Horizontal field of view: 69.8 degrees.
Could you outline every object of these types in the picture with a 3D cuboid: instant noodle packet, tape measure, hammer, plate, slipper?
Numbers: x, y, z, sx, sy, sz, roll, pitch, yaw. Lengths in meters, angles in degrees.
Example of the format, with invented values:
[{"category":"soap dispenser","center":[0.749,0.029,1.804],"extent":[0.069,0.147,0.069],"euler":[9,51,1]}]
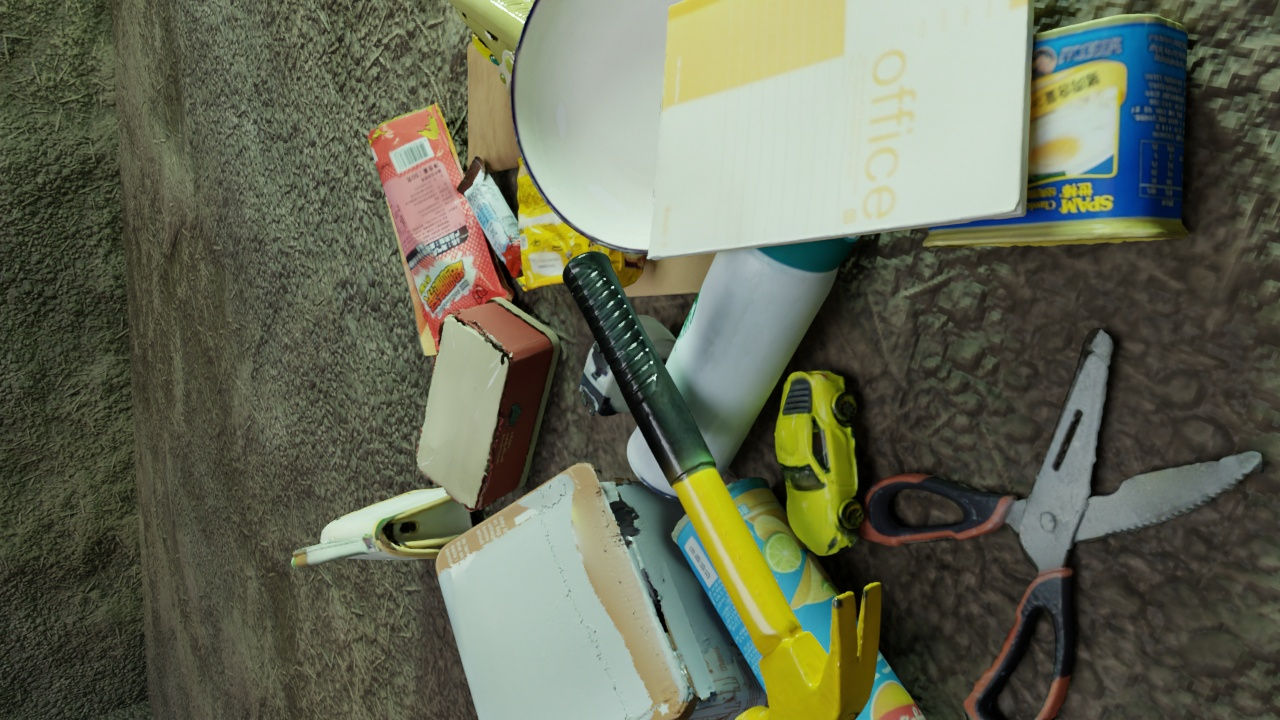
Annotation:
[{"category":"instant noodle packet","center":[-0.046,-0.105,0.662],"extent":[0.129,0.044,0.111],"euler":[2,92,48]},{"category":"tape measure","center":[-0.004,0.004,0.624],"extent":[0.033,0.065,0.066],"euler":[47,132,39]},{"category":"hammer","center":[0.030,0.062,0.501],"extent":[0.300,0.032,0.129],"euler":[62,139,24]},{"category":"plate","center":[0.011,-0.160,0.548],"extent":[0.193,0.039,0.192],"euler":[4,99,28]},{"category":"slipper","center":[-0.079,-0.224,0.664],"extent":[0.190,0.091,0.082],"euler":[45,132,34]}]

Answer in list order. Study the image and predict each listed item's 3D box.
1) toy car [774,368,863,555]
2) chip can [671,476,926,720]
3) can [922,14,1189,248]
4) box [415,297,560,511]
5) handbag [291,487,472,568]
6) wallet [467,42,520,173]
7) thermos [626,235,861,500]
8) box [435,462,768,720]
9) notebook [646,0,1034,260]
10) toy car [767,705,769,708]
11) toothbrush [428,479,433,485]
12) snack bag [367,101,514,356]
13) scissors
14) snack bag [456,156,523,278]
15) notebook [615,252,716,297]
[{"category":"toy car","center":[0.098,0.057,0.518],"extent":[0.048,0.032,0.105],"euler":[-16,76,62]},{"category":"chip can","center":[0.099,0.169,0.519],"extent":[0.210,0.071,0.071],"euler":[58,136,29]},{"category":"can","center":[0.173,-0.091,0.388],"extent":[0.102,0.057,0.083],"euler":[6,98,51]},{"category":"box","center":[-0.140,0.040,0.782],"extent":[0.091,0.078,0.169],"euler":[33,122,26]},{"category":"handbag","center":[-0.255,0.174,0.892],"extent":[0.164,0.178,0.063],"euler":[-17,88,51]},{"category":"wallet","center":[-0.117,-0.217,0.770],"extent":[0.101,0.020,0.115],"euler":[8,100,52]},{"category":"thermos","center":[0.055,-0.015,0.532],"extent":[0.073,0.073,0.225],"euler":[53,137,32]},{"category":"box","center":[-0.036,0.176,0.591],"extent":[0.151,0.166,0.181],"euler":[-63,37,39]},{"category":"notebook","center":[0.082,-0.126,0.433],"extent":[0.207,0.010,0.146],"euler":[0,85,47]},{"category":"toy car","center":[0.092,0.216,0.564],"extent":[0.091,0.036,0.043],"euler":[63,142,36]},{"category":"toothbrush","center":[-0.180,0.080,0.910],"extent":[0.190,0.014,0.016],"euler":[-48,59,46]},{"category":"snack bag","center":[-0.188,-0.121,0.847],"extent":[0.129,0.073,0.207],"euler":[-25,81,38]},{"category":"scissors","center":[0.184,0.092,0.439],"extent":[0.226,0.015,0.189],"euler":[-23,79,52]},{"category":"snack bag","center":[-0.122,-0.120,0.781],"extent":[0.104,0.026,0.048],"euler":[58,136,15]},{"category":"notebook","center":[0.032,-0.117,0.603],"extent":[0.208,0.008,0.148],"euler":[2,98,52]}]
